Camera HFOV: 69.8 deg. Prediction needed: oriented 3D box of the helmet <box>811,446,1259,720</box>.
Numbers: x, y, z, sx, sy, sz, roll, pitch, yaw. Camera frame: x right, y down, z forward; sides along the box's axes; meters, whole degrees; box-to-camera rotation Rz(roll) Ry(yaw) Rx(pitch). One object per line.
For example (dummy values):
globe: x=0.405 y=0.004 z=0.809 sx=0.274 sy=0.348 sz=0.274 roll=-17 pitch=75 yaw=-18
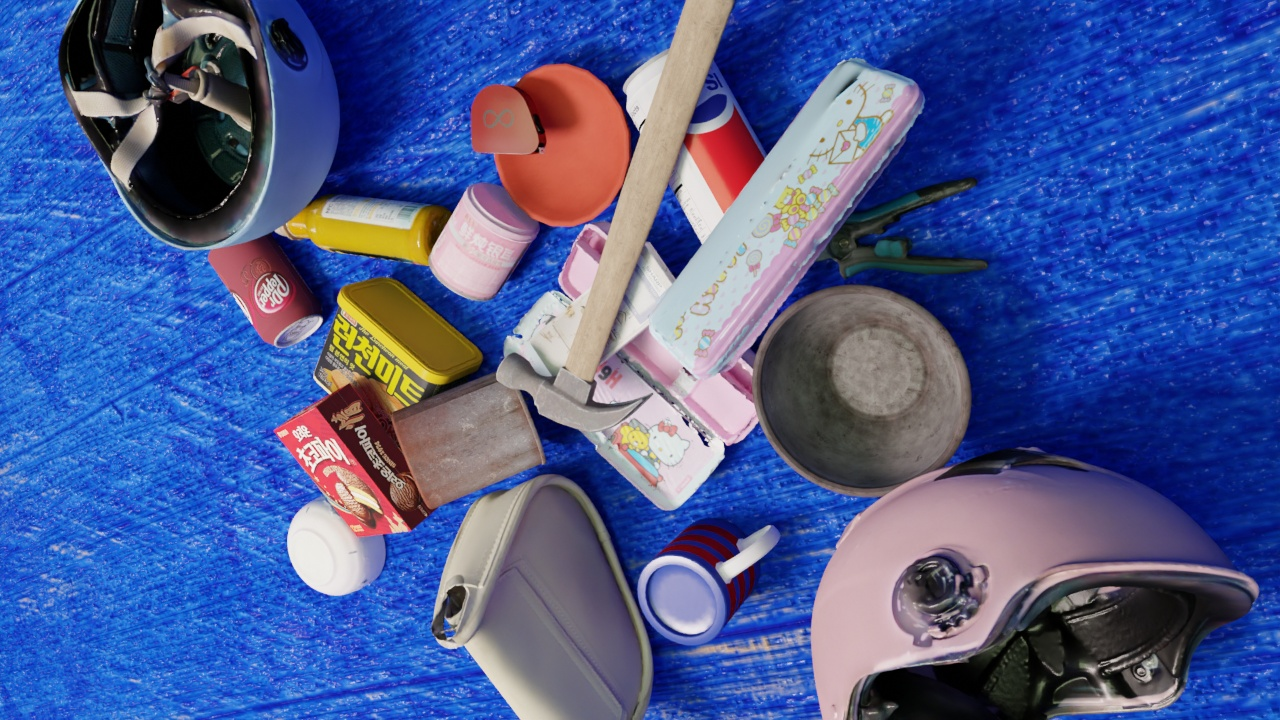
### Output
helmet: x=0.224 y=0.146 z=0.568 sx=0.256 sy=0.229 sz=0.152 roll=-50 pitch=35 yaw=38

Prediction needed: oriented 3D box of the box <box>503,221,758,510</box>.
box: x=0.000 y=0.002 z=0.727 sx=0.201 sy=0.058 sz=0.156 roll=44 pitch=121 yaw=12

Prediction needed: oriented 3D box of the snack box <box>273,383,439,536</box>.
snack box: x=-0.264 y=0.097 z=0.845 sx=0.152 sy=0.035 sz=0.132 roll=-19 pitch=109 yaw=54

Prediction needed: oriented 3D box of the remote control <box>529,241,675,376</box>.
remote control: x=-0.028 y=-0.031 z=0.693 sx=0.136 sy=0.011 sz=0.050 roll=-38 pitch=84 yaw=33

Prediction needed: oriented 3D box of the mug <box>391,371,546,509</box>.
mug: x=-0.143 y=0.073 z=0.781 sx=0.123 sy=0.110 sz=0.096 roll=87 pitch=163 yaw=-57

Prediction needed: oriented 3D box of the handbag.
handbag: x=-0.093 y=0.231 z=0.770 sx=0.132 sy=0.183 sz=0.229 roll=-23 pitch=108 yaw=33

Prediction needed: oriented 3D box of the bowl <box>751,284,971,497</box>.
bowl: x=0.157 y=0.015 z=0.636 sx=0.145 sy=0.067 sz=0.145 roll=7 pitch=106 yaw=26

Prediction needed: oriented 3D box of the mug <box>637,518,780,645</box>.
mug: x=0.060 y=0.165 z=0.720 sx=0.112 sy=0.076 sz=0.075 roll=-37 pitch=85 yaw=30

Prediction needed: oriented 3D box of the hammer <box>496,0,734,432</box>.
hammer: x=-0.007 y=-0.094 z=0.644 sx=0.119 sy=0.030 sz=0.332 roll=30 pitch=114 yaw=19

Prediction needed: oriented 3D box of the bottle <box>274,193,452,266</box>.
bottle: x=-0.253 y=-0.120 z=0.825 sx=0.186 sy=0.053 sz=0.053 roll=10 pitch=107 yaw=25

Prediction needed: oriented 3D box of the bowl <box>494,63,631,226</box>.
bowl: x=-0.056 y=-0.168 z=0.719 sx=0.122 sy=0.035 sz=0.122 roll=7 pitch=106 yaw=26

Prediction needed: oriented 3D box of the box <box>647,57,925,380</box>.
box: x=0.101 y=-0.077 z=0.578 sx=0.214 sy=0.089 sz=0.092 roll=-53 pitch=37 yaw=8

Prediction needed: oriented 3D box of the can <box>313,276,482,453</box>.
can: x=-0.223 y=0.005 z=0.832 sx=0.131 sy=0.072 sz=0.101 roll=39 pitch=120 yaw=14

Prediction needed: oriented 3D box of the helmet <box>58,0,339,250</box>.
helmet: x=-0.352 y=-0.222 z=0.782 sx=0.226 sy=0.166 sz=0.265 roll=-29 pitch=80 yaw=29

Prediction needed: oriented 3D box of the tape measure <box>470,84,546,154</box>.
tape measure: x=-0.100 y=-0.185 z=0.705 sx=0.059 sy=0.019 sz=0.051 roll=7 pitch=104 yaw=19

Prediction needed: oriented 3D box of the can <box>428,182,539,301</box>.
can: x=-0.129 y=-0.098 z=0.757 sx=0.067 sy=0.067 sz=0.076 roll=44 pitch=119 yaw=11

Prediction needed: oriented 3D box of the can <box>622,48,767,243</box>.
can: x=0.046 y=-0.150 z=0.650 sx=0.070 sy=0.070 sz=0.132 roll=-30 pitch=88 yaw=30

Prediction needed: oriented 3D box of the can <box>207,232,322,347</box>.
can: x=-0.362 y=-0.073 z=0.888 sx=0.063 sy=0.063 sz=0.114 roll=-40 pitch=83 yaw=30

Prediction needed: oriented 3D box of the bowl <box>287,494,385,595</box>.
bowl: x=-0.319 y=0.192 z=0.941 sx=0.105 sy=0.054 sz=0.105 roll=7 pitch=105 yaw=27

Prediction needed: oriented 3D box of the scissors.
scissors: x=0.170 y=-0.085 z=0.632 sx=0.150 sy=0.019 sz=0.121 roll=33 pitch=116 yaw=19
